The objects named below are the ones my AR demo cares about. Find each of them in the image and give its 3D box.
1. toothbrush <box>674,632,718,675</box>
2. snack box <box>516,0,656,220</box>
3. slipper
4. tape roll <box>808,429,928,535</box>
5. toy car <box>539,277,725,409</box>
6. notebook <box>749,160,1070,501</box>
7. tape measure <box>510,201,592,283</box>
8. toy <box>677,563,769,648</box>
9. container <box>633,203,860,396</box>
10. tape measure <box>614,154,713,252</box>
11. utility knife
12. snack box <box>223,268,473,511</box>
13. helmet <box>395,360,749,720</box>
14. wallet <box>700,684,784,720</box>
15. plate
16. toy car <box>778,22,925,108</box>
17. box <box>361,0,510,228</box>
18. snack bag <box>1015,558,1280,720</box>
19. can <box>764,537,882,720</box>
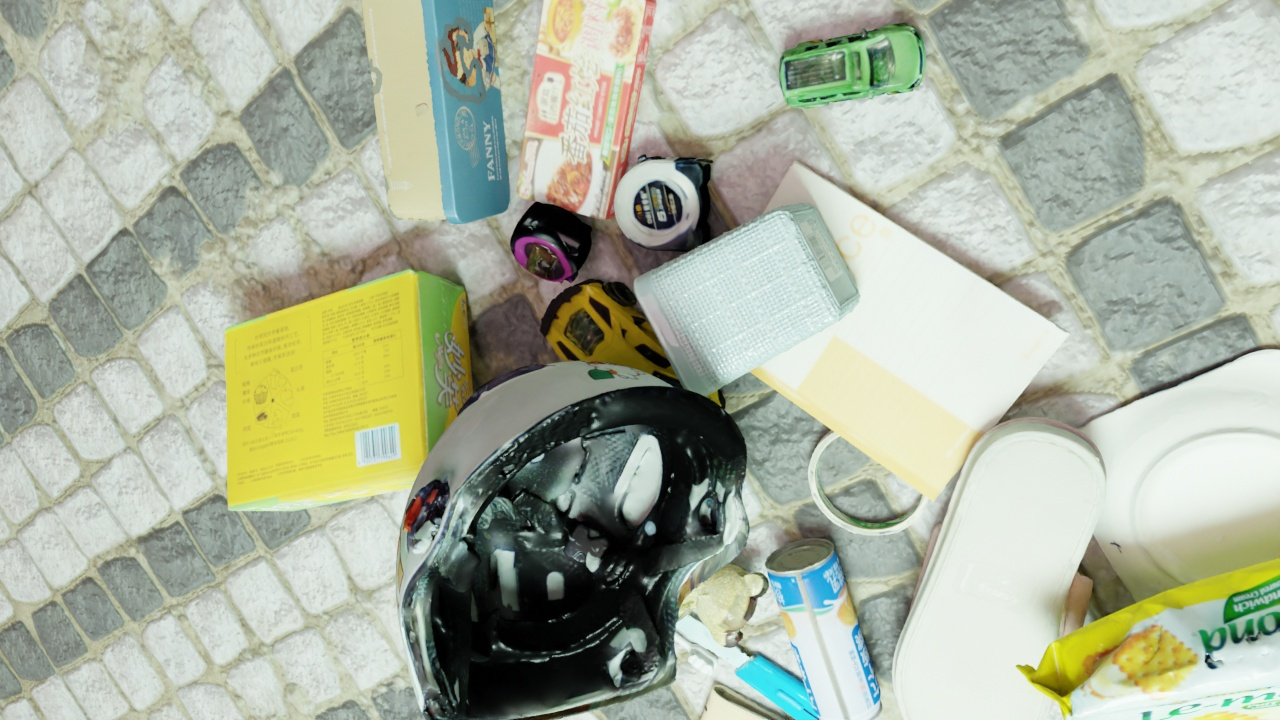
[{"bbox_3d":[-0.012,0.202,0.762,0.180,0.016,0.016,35,113,9],"label":"toothbrush"},{"bbox_3d":[-0.041,-0.182,0.648,0.075,0.025,0.153,18,112,15],"label":"snack box"},{"bbox_3d":[0.243,0.161,0.626,0.114,0.054,0.275,12,113,18],"label":"slipper"},{"bbox_3d":[0.163,0.084,0.656,0.086,0.013,0.086,7,109,20],"label":"tape roll"},{"bbox_3d":[-0.004,0.004,0.684,0.156,0.041,0.071,43,117,3],"label":"toy car"},{"bbox_3d":[0.152,-0.020,0.620,0.206,0.010,0.146,37,116,14],"label":"notebook"},{"bbox_3d":[-0.066,-0.084,0.670,0.057,0.039,0.058,26,152,0],"label":"tape measure"},{"bbox_3d":[0.021,0.156,0.714,0.157,0.066,0.105,30,104,19],"label":"toy"},{"bbox_3d":[0.073,-0.043,0.599,0.112,0.089,0.090,-28,89,26],"label":"container"},{"bbox_3d":[0.016,-0.111,0.644,0.066,0.033,0.066,7,107,17],"label":"tape measure"},{"bbox_3d":[0.110,0.262,0.732,0.218,0.018,0.034,32,116,11],"label":"utility knife"},{"bbox_3d":[-0.236,0.030,0.738,0.210,0.070,0.157,-14,75,25],"label":"snack box"},{"bbox_3d":[-0.061,0.106,0.617,0.157,0.229,0.274,43,124,50],"label":"helmet"},{"bbox_3d":[0.083,0.334,0.763,0.087,0.024,0.115,25,113,19],"label":"wallet"},{"bbox_3d":[0.366,0.090,0.567,0.164,0.034,0.164,-31,93,27],"label":"plate"},{"bbox_3d":[0.131,-0.183,0.575,0.091,0.036,0.043,-6,103,19],"label":"toy car"},{"bbox_3d":[-0.143,-0.179,0.656,0.062,0.089,0.184,1,109,20],"label":"box"},{"bbox_3d":[0.367,0.175,0.541,0.247,0.068,0.158,-25,137,25],"label":"snack bag"},{"bbox_3d":[0.137,0.204,0.682,0.053,0.053,0.134,-15,100,25],"label":"can"}]
